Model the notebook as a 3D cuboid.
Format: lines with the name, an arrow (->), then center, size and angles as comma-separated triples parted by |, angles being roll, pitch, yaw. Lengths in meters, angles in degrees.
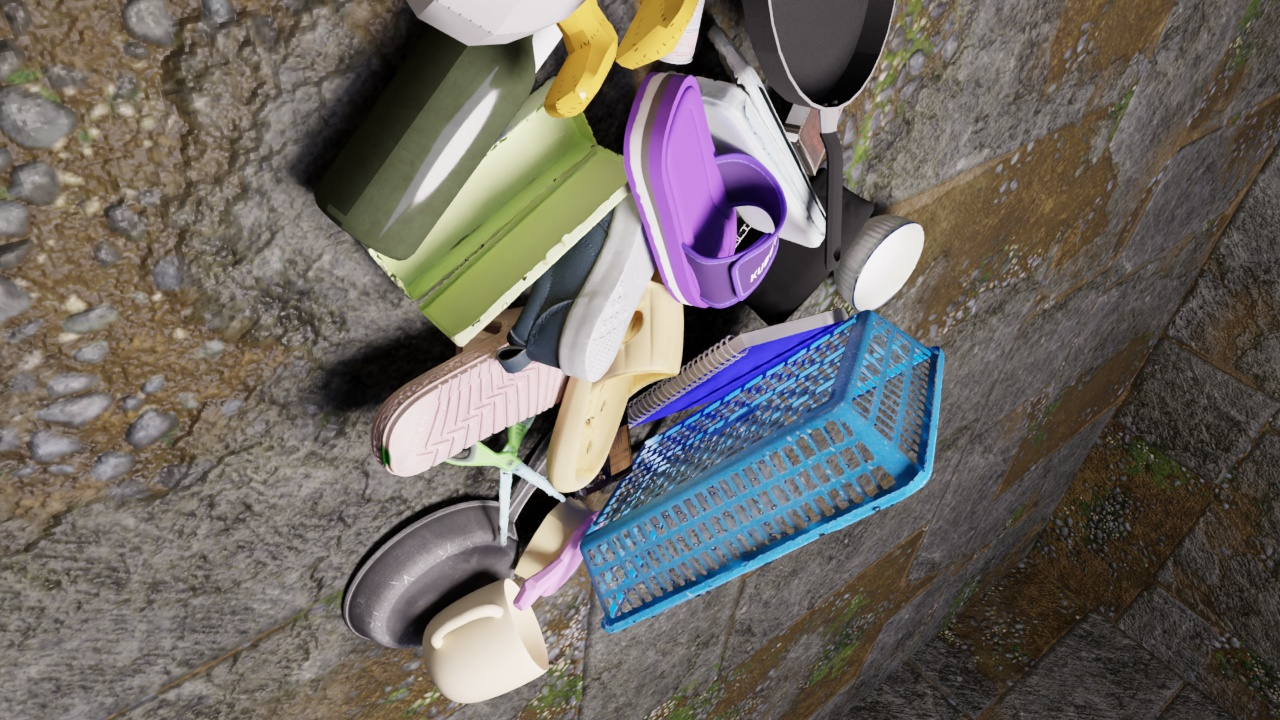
notebook -> 0.084, 0.012, 0.928 | 0.171, 0.022, 0.210 | -15, 165, -42

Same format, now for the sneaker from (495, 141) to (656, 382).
sneaker -> -0.038, -0.091, 0.713 | 0.089, 0.087, 0.235 | 71, 37, -62

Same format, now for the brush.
brush -> -0.090, 0.191, 0.899 | 0.089, 0.043, 0.228 | -60, 171, 8

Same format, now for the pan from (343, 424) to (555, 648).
pan -> -0.136, 0.152, 0.897 | 0.357, 0.055, 0.187 | -43, 147, -1

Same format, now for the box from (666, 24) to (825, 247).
box -> 0.088, -0.163, 0.766 | 0.083, 0.122, 0.215 | -28, 137, 12

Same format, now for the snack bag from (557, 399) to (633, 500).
snack bag -> -0.043, 0.055, 0.880 | 0.074, 0.018, 0.155 | -21, 119, -33

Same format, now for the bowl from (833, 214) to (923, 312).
bowl -> 0.264, -0.121, 1.059 | 0.117, 0.062, 0.118 | -29, 142, -26

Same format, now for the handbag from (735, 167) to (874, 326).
handbag -> 0.143, -0.117, 0.927 | 0.154, 0.115, 0.125 | -54, 170, 2

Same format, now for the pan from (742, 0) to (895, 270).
pan -> 0.142, -0.243, 0.710 | 0.224, 0.034, 0.357 | -29, 124, -47

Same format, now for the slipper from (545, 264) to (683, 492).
slipper -> -0.005, 0.005, 0.814 | 0.261, 0.079, 0.111 | -68, 163, 6

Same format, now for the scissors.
scissors -> -0.116, 0.087, 0.835 | 0.171, 0.025, 0.159 | 39, 76, -43

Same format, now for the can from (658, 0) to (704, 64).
can -> 0.031, -0.267, 0.667 | 0.032, 0.032, 0.095 | -21, 138, -36

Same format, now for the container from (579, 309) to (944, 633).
container -> 0.105, 0.094, 0.881 | 0.363, 0.089, 0.256 | -34, -170, 31

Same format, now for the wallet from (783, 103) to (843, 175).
wallet -> 0.166, -0.237, 0.828 | 0.123, 0.019, 0.072 | -66, 152, -8

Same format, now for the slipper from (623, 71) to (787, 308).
slipper -> 0.066, -0.114, 0.707 | 0.266, 0.084, 0.107 | 56, 50, -65

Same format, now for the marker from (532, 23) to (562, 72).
marker -> -0.080, -0.202, 0.614 | 0.027, 0.023, 0.133 | 33, 97, -35

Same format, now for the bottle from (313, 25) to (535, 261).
bottle -> -0.116, -0.162, 0.569 | 0.207, 0.071, 0.071 | -52, 147, 6

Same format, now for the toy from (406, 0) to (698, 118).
toy -> -0.091, -0.247, 0.449 | 0.267, 0.141, 0.246 | 40, 59, -25

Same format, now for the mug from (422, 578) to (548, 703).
mug -> -0.156, 0.264, 0.859 | 0.100, 0.096, 0.120 | -25, 142, 0

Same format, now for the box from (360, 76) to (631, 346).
box -> -0.098, -0.112, 0.646 | 0.187, 0.091, 0.083 | -45, 130, -11

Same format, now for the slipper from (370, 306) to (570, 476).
slipper -> -0.128, 0.010, 0.738 | 0.238, 0.064, 0.094 | -31, 142, -47
